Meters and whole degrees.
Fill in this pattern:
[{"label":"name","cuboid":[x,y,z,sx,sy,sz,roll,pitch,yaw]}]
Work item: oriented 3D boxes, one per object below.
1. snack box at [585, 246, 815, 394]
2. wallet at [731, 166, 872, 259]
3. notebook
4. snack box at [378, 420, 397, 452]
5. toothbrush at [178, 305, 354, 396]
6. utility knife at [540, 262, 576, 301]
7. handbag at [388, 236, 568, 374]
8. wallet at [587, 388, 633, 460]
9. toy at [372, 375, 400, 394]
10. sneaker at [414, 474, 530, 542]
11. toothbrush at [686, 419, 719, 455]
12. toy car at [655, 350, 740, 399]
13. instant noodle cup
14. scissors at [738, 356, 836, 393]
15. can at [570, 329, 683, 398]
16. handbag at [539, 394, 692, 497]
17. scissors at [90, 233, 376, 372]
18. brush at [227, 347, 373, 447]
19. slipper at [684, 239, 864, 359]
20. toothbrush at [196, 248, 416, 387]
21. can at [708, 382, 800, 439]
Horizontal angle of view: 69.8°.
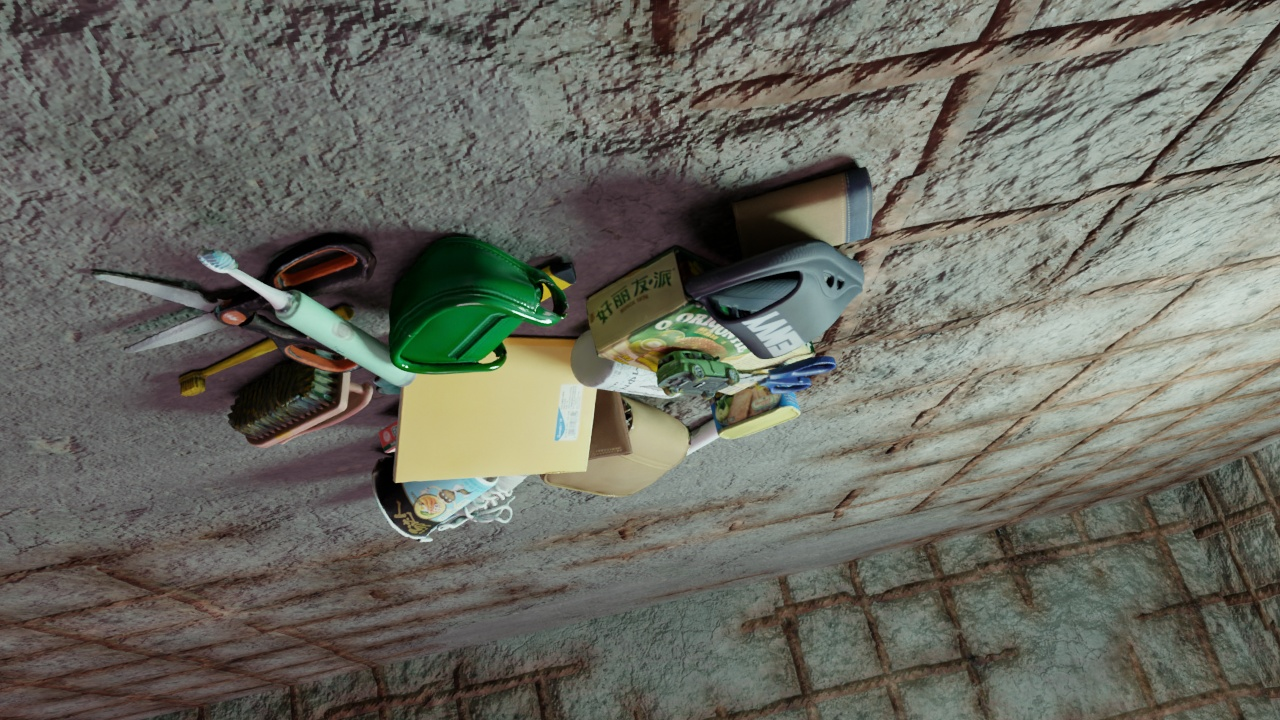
[{"label":"snack box","cuboid":[0.065,-0.030,0.907,0.115,0.063,0.239,-28,153,31]},{"label":"wallet","cuboid":[0.138,-0.119,0.779,0.115,0.033,0.090,-15,155,6]},{"label":"notebook","cuboid":[-0.137,0.047,0.906,0.206,0.146,0.010,0,-166,-31]},{"label":"snack box","cuboid":[-0.202,0.055,0.979,0.156,0.027,0.076,-29,169,33]},{"label":"toothbrush","cuboid":[-0.329,-0.007,0.799,0.190,0.016,0.015,-21,156,17]},{"label":"utility knife","cuboid":[-0.117,-0.052,0.815,0.154,0.015,0.033,-25,149,28]},{"label":"handbag","cuboid":[-0.138,-0.036,0.753,0.120,0.067,0.132,15,144,-33]},{"label":"wallet","cuboid":[-0.077,0.064,0.996,0.124,0.101,0.032,-9,166,-12]},{"label":"toy","cuboid":[-0.217,0.013,0.889,0.092,0.030,0.096,-16,166,0]},{"label":"sneaker","cuboid":[-0.212,0.168,1.184,0.243,0.090,0.089,-24,156,23]},{"label":"toothbrush","cuboid":[0.099,0.097,1.274,0.026,0.026,0.222,28,139,-26]},{"label":"toy car","cuboid":[0.054,0.013,0.869,0.091,0.036,0.043,11,147,-43]},{"label":"instant noodle cup","cuboid":[-0.238,0.138,1.093,0.121,0.111,0.111,-29,154,16]},{"label":"scissors","cuboid":[0.123,0.022,0.965,0.171,0.012,0.140,-14,159,1]},{"label":"can","cuboid":[-0.006,0.006,0.944,0.058,0.058,0.146,-27,158,30]},{"label":"handbag","cuboid":[-0.037,0.098,1.117,0.148,0.099,0.204,-31,153,19]},{"label":"scissors","cuboid":[-0.297,-0.037,0.722,0.221,0.021,0.234,-28,147,24]},{"label":"brush","cuboid":[-0.321,0.043,0.860,0.146,0.063,0.073,-25,145,28]},{"label":"slipper","cuboid":[0.139,-0.049,0.815,0.111,0.083,0.267,-19,172,30]},{"label":"toothbrush","cuboid":[-0.248,-0.030,0.703,0.027,0.026,0.224,-2,157,25]},{"label":"can","cuboid":[0.128,0.037,1.073,0.102,0.083,0.057,-24,156,23]}]
